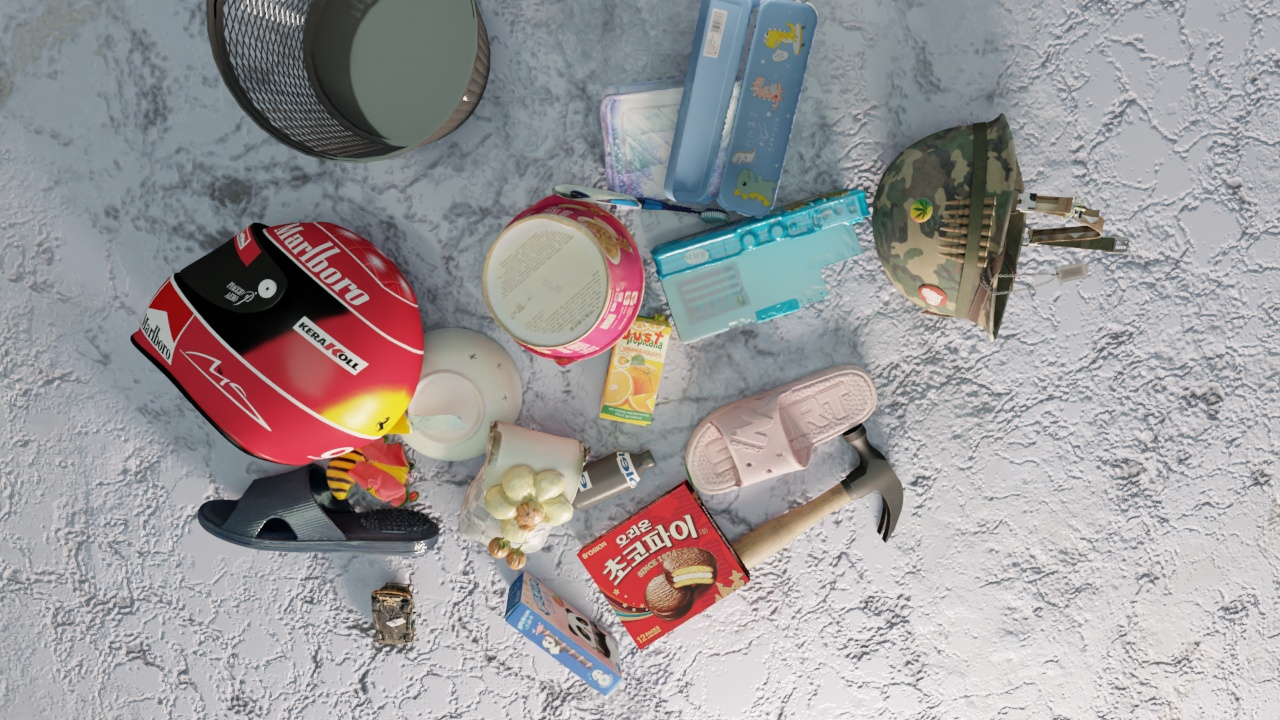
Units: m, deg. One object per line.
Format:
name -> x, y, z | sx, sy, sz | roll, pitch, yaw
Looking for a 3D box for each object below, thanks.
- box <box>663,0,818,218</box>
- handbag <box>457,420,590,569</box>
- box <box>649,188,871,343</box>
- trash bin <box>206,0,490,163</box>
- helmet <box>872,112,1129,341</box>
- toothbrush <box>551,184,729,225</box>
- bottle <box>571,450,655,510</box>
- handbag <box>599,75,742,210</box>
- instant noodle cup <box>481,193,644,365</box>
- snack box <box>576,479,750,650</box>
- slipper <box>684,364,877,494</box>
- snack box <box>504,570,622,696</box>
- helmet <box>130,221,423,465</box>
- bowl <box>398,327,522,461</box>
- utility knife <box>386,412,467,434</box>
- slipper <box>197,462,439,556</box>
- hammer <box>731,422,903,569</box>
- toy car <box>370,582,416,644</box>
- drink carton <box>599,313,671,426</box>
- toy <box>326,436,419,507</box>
box -> 0.095, -0.250, 0.901 | 0.122, 0.047, 0.210 | 8, 111, -10
handbag -> -0.135, 0.158, 1.005 | 0.112, 0.123, 0.172 | 15, 128, -17
box -> 0.135, -0.097, 0.986 | 0.227, 0.097, 0.117 | -17, 102, 2
trash bin -> -0.247, -0.297, 0.856 | 0.218, 0.227, 0.218 | 0, 103, -2
helmet -> 0.359, -0.133, 0.930 | 0.237, 0.192, 0.224 | -12, 82, 25
toothbrush -> 0.000, -0.162, 0.961 | 0.189, 0.017, 0.016 | 9, 134, -2
bottle -> -0.036, 0.134, 1.057 | 0.112, 0.047, 0.047 | -24, 103, 3
handbag -> 0.039, -0.230, 0.969 | 0.158, 0.069, 0.127 | -6, 117, 0
instant noodle cup -> -0.090, -0.083, 0.967 | 0.179, 0.077, 0.178 | 1, 97, 12
snack box -> 0.027, 0.237, 1.070 | 0.152, 0.035, 0.132 | -34, 88, 8
slipper -> 0.160, 0.079, 1.044 | 0.239, 0.064, 0.094 | -26, 103, 2
snack box -> -0.090, 0.319, 1.077 | 0.154, 0.088, 0.033 | 40, 95, -11
helmet -> -0.343, -0.032, 0.926 | 0.271, 0.197, 0.224 | 40, 91, 14
bowl -> -0.210, 0.044, 1.017 | 0.153, 0.073, 0.153 | -1, 102, -3
utility knife -> -0.269, 0.069, 0.987 | 0.228, 0.019, 0.030 | -1, 120, 38
slipper -> -0.357, 0.163, 1.026 | 0.263, 0.101, 0.082 | 7, 103, -7
hammer -> 0.167, 0.209, 1.090 | 0.305, 0.040, 0.132 | -33, 99, 6
toy car -> -0.289, 0.291, 1.085 | 0.047, 0.047, 0.112 | 8, 132, -4
drink carton -> -0.006, 0.006, 1.032 | 0.058, 0.041, 0.122 | 11, 102, -5
toy -> -0.295, 0.125, 1.023 | 0.103, 0.046, 0.084 | 6, 66, -34
